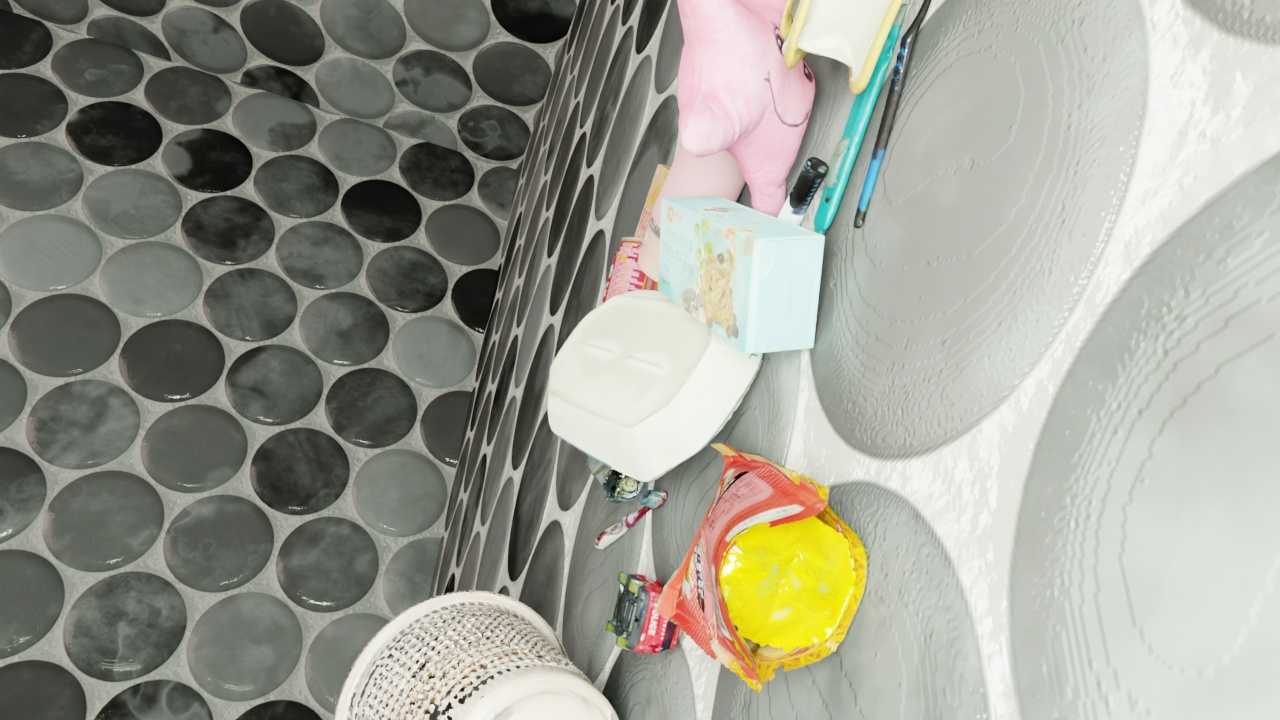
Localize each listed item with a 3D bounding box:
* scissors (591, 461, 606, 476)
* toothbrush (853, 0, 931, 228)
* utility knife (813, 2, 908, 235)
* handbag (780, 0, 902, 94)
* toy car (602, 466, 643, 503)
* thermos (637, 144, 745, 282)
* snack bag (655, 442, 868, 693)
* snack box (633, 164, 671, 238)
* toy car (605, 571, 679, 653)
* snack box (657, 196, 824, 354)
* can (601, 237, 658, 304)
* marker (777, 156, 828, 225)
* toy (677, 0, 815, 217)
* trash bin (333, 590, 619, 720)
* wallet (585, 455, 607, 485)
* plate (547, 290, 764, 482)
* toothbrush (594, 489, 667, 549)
[{"bbox_3d":[0.011,0.051,0.784,0.178,0.019,0.169,-53,26,12],"label":"scissors"},{"bbox_3d":[0.154,-0.173,0.554,0.014,0.016,0.189,-129,54,-81],"label":"toothbrush"},{"bbox_3d":[0.131,-0.127,0.599,0.029,0.013,0.209,-118,44,-73],"label":"utility knife"},{"bbox_3d":[0.143,-0.272,0.576,0.178,0.063,0.164,-69,0,-55],"label":"handbag"},{"bbox_3d":[-0.001,0.083,0.839,0.105,0.031,0.049,-65,23,-1],"label":"toy car"},{"bbox_3d":[0.056,-0.151,0.797,0.087,0.067,0.199,-89,21,-54],"label":"thermos"},{"bbox_3d":[0.057,0.115,0.548,0.208,0.073,0.128,165,124,-80],"label":"snack bag"},{"bbox_3d":[0.013,-0.137,1.027,0.084,0.026,0.157,-116,43,-69],"label":"snack box"},{"bbox_3d":[0.002,0.193,0.699,0.121,0.045,0.053,151,135,-79],"label":"toy car"},{"bbox_3d":[0.063,-0.065,0.638,0.175,0.051,0.074,-136,44,-64],"label":"snack box"},{"bbox_3d":[-0.002,-0.073,0.939,0.066,0.066,0.093,-176,100,-76],"label":"can"},{"bbox_3d":[0.098,-0.089,0.641,0.022,0.018,0.131,-32,-22,-33],"label":"marker"},{"bbox_3d":[0.074,-0.206,0.636,0.075,0.194,0.178,7,81,32],"label":"toy"},{"bbox_3d":[-0.118,0.314,0.749,0.192,0.227,0.227,-12,64,60],"label":"trash bin"},{"bbox_3d":[-0.031,0.084,0.993,0.121,0.019,0.097,-146,70,-73],"label":"wallet"},{"bbox_3d":[-0.004,0.004,0.749,0.162,0.034,0.266,-55,28,-8],"label":"plate"},{"bbox_3d":[-0.016,0.151,0.863,0.188,0.017,0.016,131,148,-58],"label":"toothbrush"}]
